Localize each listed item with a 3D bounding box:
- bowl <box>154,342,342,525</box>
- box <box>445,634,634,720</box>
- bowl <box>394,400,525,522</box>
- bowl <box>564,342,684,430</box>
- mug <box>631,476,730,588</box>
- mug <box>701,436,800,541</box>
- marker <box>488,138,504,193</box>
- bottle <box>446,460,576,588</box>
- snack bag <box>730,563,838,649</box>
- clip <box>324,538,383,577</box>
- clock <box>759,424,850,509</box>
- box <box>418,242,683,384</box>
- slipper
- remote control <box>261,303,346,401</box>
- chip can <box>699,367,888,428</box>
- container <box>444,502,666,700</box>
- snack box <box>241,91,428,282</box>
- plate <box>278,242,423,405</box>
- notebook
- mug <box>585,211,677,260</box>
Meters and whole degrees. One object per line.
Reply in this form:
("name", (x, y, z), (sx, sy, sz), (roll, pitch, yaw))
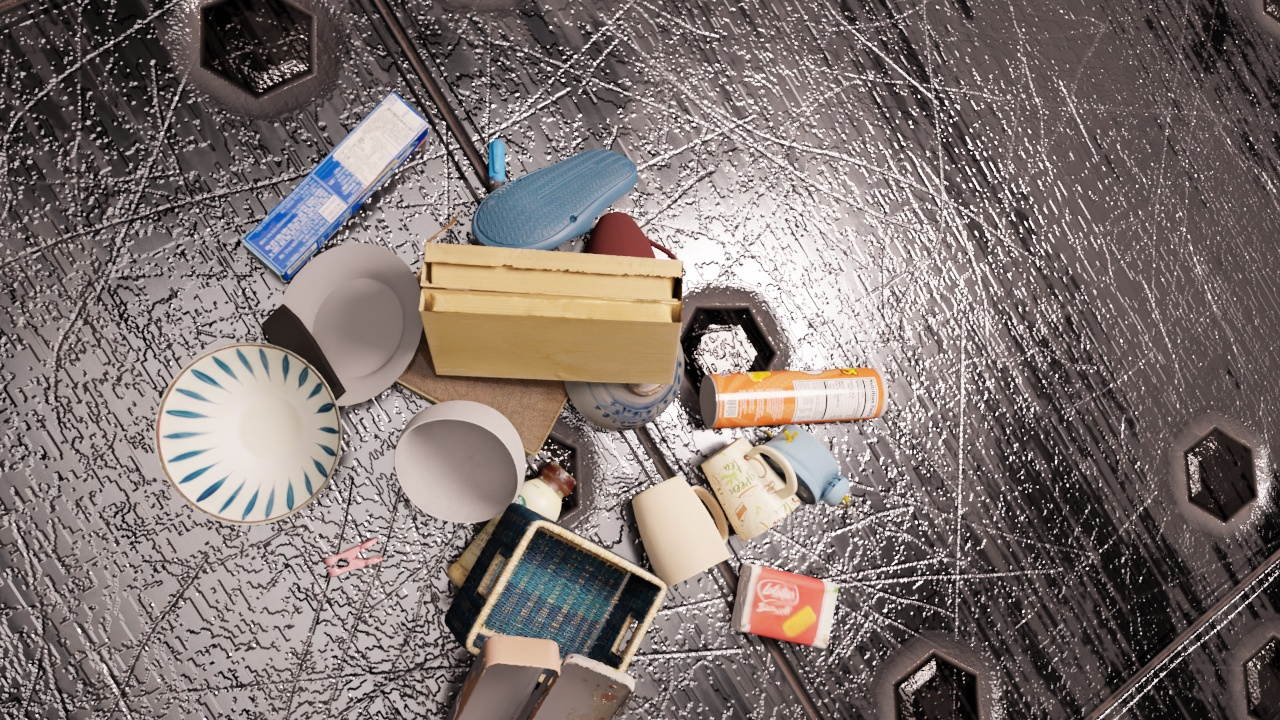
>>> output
("bowl", (-0.378, 0.070, 0.915), (0.177, 0.071, 0.177), (0, 91, -3))
("box", (-0.108, 0.357, 0.903), (0.154, 0.217, 0.058), (16, 36, -16))
("bowl", (-0.183, 0.098, 0.955), (0.132, 0.064, 0.132), (3, 118, 5))
("bowl", (-0.006, 0.006, 1.012), (0.150, 0.057, 0.150), (1, 89, -29))
("mug", (0.050, 0.183, 1.019), (0.111, 0.085, 0.104), (-16, 75, -43))
("mug", (0.128, 0.134, 1.022), (0.080, 0.122, 0.097), (-32, 85, -34))
("marker", (-0.162, -0.189, 1.034), (0.018, 0.015, 0.123), (0, 86, -15))
("bottle", (-0.134, 0.181, 0.979), (0.056, 0.057, 0.162), (41, 76, -7))
("snack bag", (0.166, 0.282, 1.053), (0.116, 0.036, 0.077), (15, 81, -12))
("clip", (-0.300, 0.201, 0.954), (0.058, 0.022, 0.038), (-22, 93, -14))
("clock", (0.190, 0.127, 1.049), (0.051, 0.089, 0.124), (-44, 96, -14))
("box", (-0.085, -0.040, 0.913), (0.249, 0.140, 0.122), (3, 85, -2))
("slipper", (-0.087, -0.169, 1.015), (0.104, 0.059, 0.213), (37, 57, 27))
("remote control", (-0.347, -0.005, 0.942), (0.039, 0.010, 0.124), (-43, 73, 3))
("chip can", (0.178, 0.043, 1.069), (0.210, 0.062, 0.062), (-2, 84, -14))
("container", (-0.085, 0.249, 0.943), (0.187, 0.071, 0.145), (34, 81, -31))
("snack box", (-0.320, -0.183, 0.971), (0.059, 0.059, 0.226), (42, 77, -9))
("plate", (-0.300, -0.036, 0.954), (0.173, 0.019, 0.172), (-3, 78, 14))
("notebook", (-0.166, -0.025, 1.004), (0.215, 0.034, 0.190), (31, 78, -10))
("mug", (-0.012, -0.119, 1.034), (0.114, 0.087, 0.088), (1, 66, -20))
